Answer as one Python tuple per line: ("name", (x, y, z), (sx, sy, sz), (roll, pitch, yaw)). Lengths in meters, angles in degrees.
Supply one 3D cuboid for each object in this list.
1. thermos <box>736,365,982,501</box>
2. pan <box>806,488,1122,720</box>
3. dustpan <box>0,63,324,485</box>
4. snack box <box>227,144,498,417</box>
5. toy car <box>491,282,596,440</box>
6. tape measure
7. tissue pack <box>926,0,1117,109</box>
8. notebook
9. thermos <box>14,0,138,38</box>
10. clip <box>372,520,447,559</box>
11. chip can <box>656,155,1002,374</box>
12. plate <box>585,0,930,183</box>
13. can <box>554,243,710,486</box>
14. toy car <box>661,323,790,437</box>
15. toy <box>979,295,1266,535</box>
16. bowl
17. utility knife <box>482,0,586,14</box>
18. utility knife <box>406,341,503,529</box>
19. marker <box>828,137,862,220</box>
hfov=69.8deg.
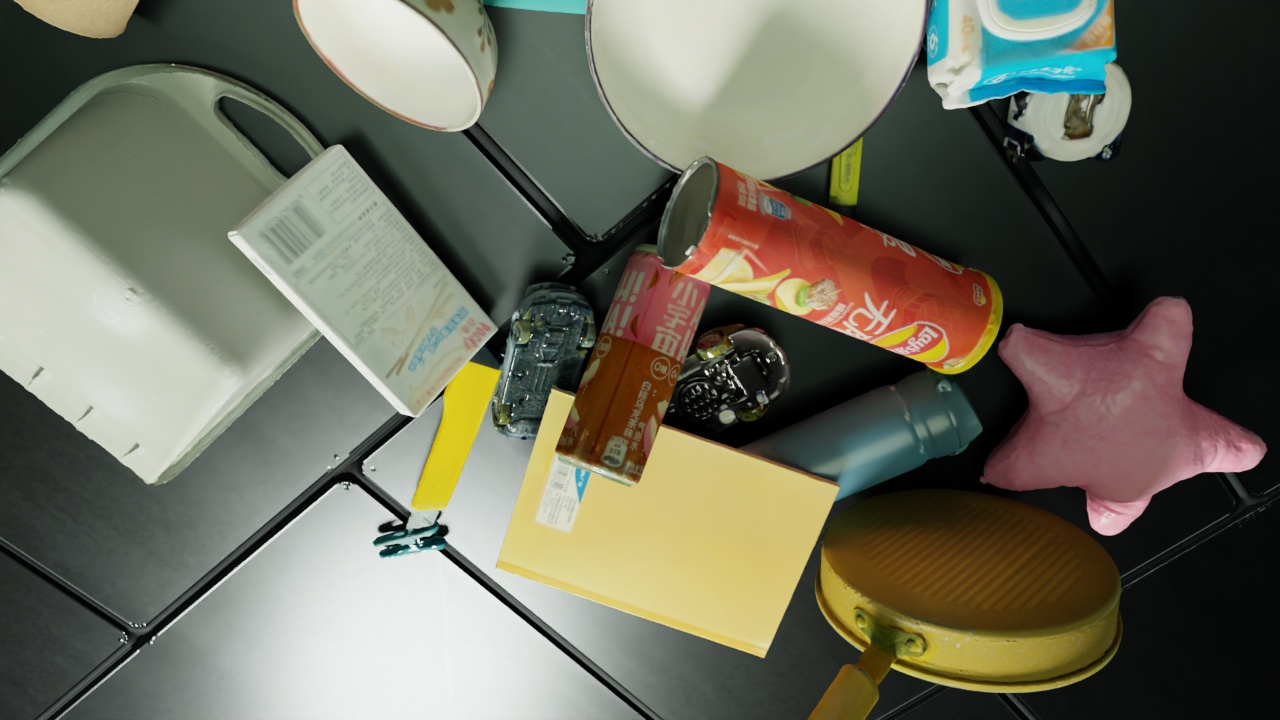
("thermos", (0.131, 0.072, 0.657), (0.221, 0.070, 0.070), (-24, 115, 10))
("pan", (0.163, 0.184, 0.582), (0.356, 0.198, 0.078), (-19, 114, -40))
("dustpan", (-0.318, -0.062, 0.606), (0.259, 0.142, 0.222), (-22, 119, 42))
("snack box", (-0.169, -0.047, 0.576), (0.084, 0.027, 0.157), (-50, 120, -23))
("toy car", (-0.068, 0.003, 0.629), (0.054, 0.036, 0.121), (2, 124, -24))
("tape measure", (0.263, -0.156, 0.564), (0.066, 0.033, 0.066), (-3, 117, -2))
("tissue pack", (0.206, -0.212, 0.500), (0.090, 0.063, 0.140), (-5, 101, 4))
("notebook", (0.016, 0.116, 0.638), (0.206, 0.010, 0.146), (18, 106, -2))
("thermos", (-0.277, -0.246, 0.475), (0.093, 0.092, 0.144), (31, 120, -16))
("clip", (-0.179, 0.141, 0.711), (0.057, 0.014, 0.046), (-11, 118, 5))
("chip can", (0.119, -0.056, 0.571), (0.216, 0.073, 0.073), (18, 115, -20))
("plate", (0.064, -0.194, 0.521), (0.192, 0.039, 0.193), (-3, 128, -4))
("can", (-0.003, 0.003, 0.586), (0.058, 0.058, 0.147), (22, 83, -13))
("toy car", (0.030, 0.027, 0.643), (0.158, 0.042, 0.070), (-26, 115, 15))
("toy", (0.317, 0.042, 0.646), (0.179, 0.074, 0.194), (-33, 110, 25))
("bowl", (-0.126, -0.188, 0.507), (0.113, 0.114, 0.062), (30, 70, -16))
("utility knife", (-0.049, -0.218, 0.533), (0.160, 0.013, 0.029), (4, 114, -2))
("utility knife", (-0.139, 0.058, 0.668), (0.033, 0.015, 0.174), (20, 114, -13))
("marker", (0.132, -0.091, 0.602), (0.018, 0.015, 0.124), (0, 118, 2))
